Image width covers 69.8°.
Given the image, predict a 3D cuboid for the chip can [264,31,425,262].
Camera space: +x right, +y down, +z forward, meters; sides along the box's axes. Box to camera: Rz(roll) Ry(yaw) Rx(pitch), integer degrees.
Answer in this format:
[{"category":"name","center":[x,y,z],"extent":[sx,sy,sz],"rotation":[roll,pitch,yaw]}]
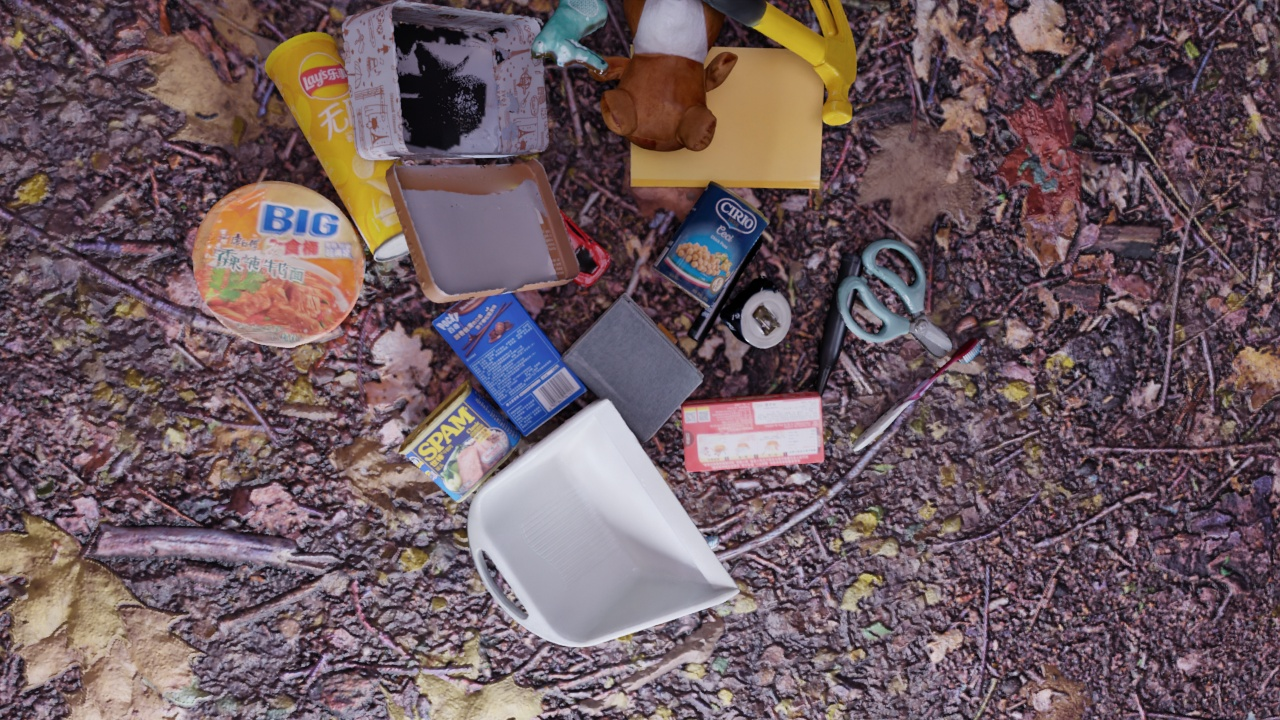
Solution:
[{"category":"chip can","center":[-0.274,-0.202,0.873],"extent":[0.072,0.072,0.213],"rotation":[-30,88,-1]}]

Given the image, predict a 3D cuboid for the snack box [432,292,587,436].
[{"category":"snack box","center":[-0.137,-0.006,0.969],"extent":[0.084,0.026,0.157],"rotation":[-37,102,0]}]

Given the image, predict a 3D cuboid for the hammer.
[{"category":"hammer","center":[0.107,-0.328,0.862],"extent":[0.300,0.033,0.128],"rotation":[12,77,-41]}]

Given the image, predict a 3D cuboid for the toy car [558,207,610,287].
[{"category":"toy car","center":[-0.081,-0.123,0.955],"extent":[0.106,0.031,0.049],"rotation":[42,91,-10]}]

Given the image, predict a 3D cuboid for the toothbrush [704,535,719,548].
[{"category":"toothbrush","center":[-0.016,0.237,1.025],"extent":[0.221,0.026,0.026],"rotation":[-19,59,-3]}]

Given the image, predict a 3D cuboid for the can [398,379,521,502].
[{"category":"can","center":[-0.187,0.086,0.965],"extent":[0.102,0.057,0.083],"rotation":[-44,104,2]}]

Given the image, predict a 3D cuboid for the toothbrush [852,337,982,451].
[{"category":"toothbrush","center":[0.313,0.041,1.038],"extent":[0.187,0.016,0.017],"rotation":[-42,111,1]}]

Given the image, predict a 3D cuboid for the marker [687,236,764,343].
[{"category":"marker","center":[0.092,-0.079,0.989],"extent":[0.022,0.020,0.132],"rotation":[27,95,-39]}]

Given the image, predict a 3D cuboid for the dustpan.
[{"category":"dustpan","center":[-0.067,0.187,0.917],"extent":[0.142,0.258,0.222],"rotation":[-35,91,-25]}]

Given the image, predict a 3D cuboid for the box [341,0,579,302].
[{"category":"box","center":[-0.161,-0.188,0.852],"extent":[0.178,0.103,0.261],"rotation":[-16,104,-47]}]

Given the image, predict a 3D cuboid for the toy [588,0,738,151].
[{"category":"toy","center":[0.025,-0.306,0.886],"extent":[0.140,0.130,0.199],"rotation":[11,88,-2]}]

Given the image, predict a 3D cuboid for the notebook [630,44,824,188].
[{"category":"notebook","center":[0.091,-0.255,0.963],"extent":[0.206,0.010,0.146],"rotation":[-1,100,-7]}]

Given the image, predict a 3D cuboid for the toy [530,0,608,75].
[{"category":"toy","center":[-0.063,-0.310,0.867],"extent":[0.096,0.030,0.091],"rotation":[31,72,3]}]

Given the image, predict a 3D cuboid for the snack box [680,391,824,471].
[{"category":"snack box","center":[0.122,0.078,1.005],"extent":[0.153,0.025,0.075],"rotation":[-5,101,2]}]

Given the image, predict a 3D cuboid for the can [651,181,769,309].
[{"category":"can","center":[0.071,-0.118,0.951],"extent":[0.075,0.075,0.111],"rotation":[34,95,-11]}]

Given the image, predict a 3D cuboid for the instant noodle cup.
[{"category":"instant noodle cup","center":[-0.336,-0.095,0.887],"extent":[0.151,0.111,0.151],"rotation":[-1,100,-7]}]

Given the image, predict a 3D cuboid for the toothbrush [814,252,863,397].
[{"category":"toothbrush","center":[0.211,-0.012,1.011],"extent":[0.027,0.026,0.213],"rotation":[12,98,3]}]

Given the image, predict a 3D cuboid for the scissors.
[{"category":"scissors","center":[0.297,-0.072,1.006],"extent":[0.185,0.019,0.129],"rotation":[17,96,-25]}]

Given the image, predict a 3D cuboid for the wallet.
[{"category":"wallet","center":[-0.006,0.006,0.981],"extent":[0.106,0.037,0.129],"rotation":[-47,104,-10]}]

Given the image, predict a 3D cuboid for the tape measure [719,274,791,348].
[{"category":"tape measure","center":[0.128,-0.047,0.985],"extent":[0.065,0.033,0.066],"rotation":[-46,113,-6]}]
